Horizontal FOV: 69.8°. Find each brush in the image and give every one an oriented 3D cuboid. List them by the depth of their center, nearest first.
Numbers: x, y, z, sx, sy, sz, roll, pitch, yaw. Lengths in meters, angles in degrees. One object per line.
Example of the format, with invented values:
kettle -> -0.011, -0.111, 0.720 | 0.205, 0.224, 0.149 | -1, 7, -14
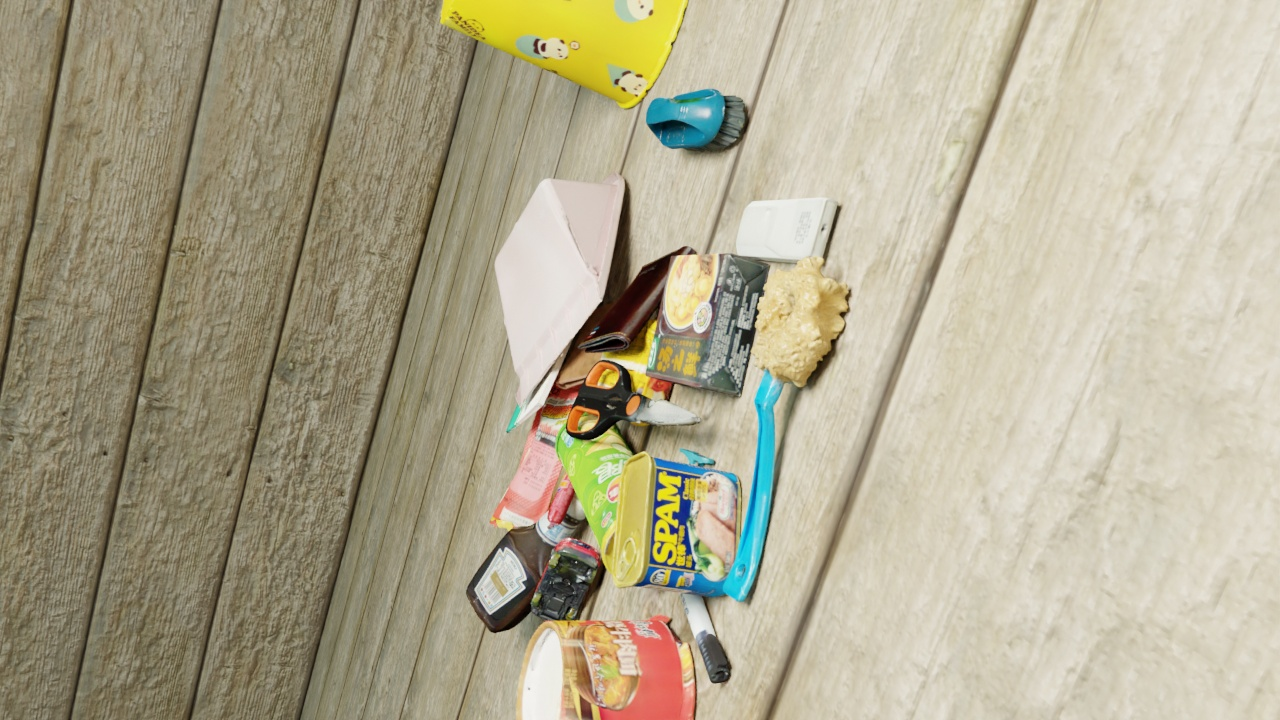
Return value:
brush -> 0.096, 0.050, 0.664 | 0.083, 0.045, 0.255 | 21, 101, 64
brush -> 0.045, -0.236, 0.896 | 0.144, 0.073, 0.055 | -150, 70, -67

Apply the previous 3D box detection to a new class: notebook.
notebook -> -0.107, -0.016, 1.147 | 0.151, 0.012, 0.208 | -36, 29, 60

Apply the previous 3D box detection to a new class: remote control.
remote control -> 0.112, -0.103, 0.723 | 0.125, 0.024, 0.049 | -159, 83, -68

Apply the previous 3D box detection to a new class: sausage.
sausage -> -0.066, 0.111, 0.983 | 0.020, 0.020, 0.155 | -36, 26, 59

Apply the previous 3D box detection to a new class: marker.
marker -> 0.045, 0.196, 0.722 | 0.130, 0.018, 0.023 | -112, 36, -54

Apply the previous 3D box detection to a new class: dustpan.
dustpan -> -0.073, -0.107, 1.122 | 0.223, 0.138, 0.273 | -46, 52, 44

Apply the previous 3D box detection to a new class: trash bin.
trash bin -> -0.098, -0.462, 1.131 | 0.230, 0.255, 0.229 | -168, 91, -68

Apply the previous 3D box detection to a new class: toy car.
toy car -> -0.078, 0.227, 0.955 | 0.045, 0.053, 0.121 | -71, 5, -50

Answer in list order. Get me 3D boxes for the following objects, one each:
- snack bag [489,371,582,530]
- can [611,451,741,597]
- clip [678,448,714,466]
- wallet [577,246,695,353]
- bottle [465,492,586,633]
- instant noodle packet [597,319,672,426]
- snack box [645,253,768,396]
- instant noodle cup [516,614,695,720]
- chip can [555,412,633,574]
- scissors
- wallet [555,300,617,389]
snack bag -> -0.114, 0.112, 1.106 | 0.129, 0.073, 0.207 | 6, 76, 62
can -> 0.029, 0.129, 0.710 | 0.057, 0.083, 0.102 | 145, 134, -60
clip -> 0.046, 0.088, 0.786 | 0.057, 0.014, 0.046 | -164, 85, -67
wallet -> -0.004, -0.058, 0.910 | 0.122, 0.020, 0.096 | -54, 21, -22
bottle -> -0.119, 0.216, 1.022 | 0.195, 0.044, 0.080 | -51, 61, 20
instant noodle packet -> -0.005, 0.005, 0.920 | 0.128, 0.044, 0.110 | 14, 84, 65
snack box -> 0.053, -0.032, 0.799 | 0.126, 0.053, 0.113 | 9, 86, 63
instant noodle cup -> -0.034, 0.275, 0.746 | 0.138, 0.108, 0.138 | -168, 91, -68
chip can -> -0.027, 0.120, 0.868 | 0.221, 0.072, 0.073 | -128, 54, -63
scissors -> -0.011, 0.056, 0.819 | 0.125, 0.021, 0.235 | -57, 26, 7
wallet -> -0.051, -0.019, 1.046 | 0.115, 0.020, 0.101 | -18, 45, 61
